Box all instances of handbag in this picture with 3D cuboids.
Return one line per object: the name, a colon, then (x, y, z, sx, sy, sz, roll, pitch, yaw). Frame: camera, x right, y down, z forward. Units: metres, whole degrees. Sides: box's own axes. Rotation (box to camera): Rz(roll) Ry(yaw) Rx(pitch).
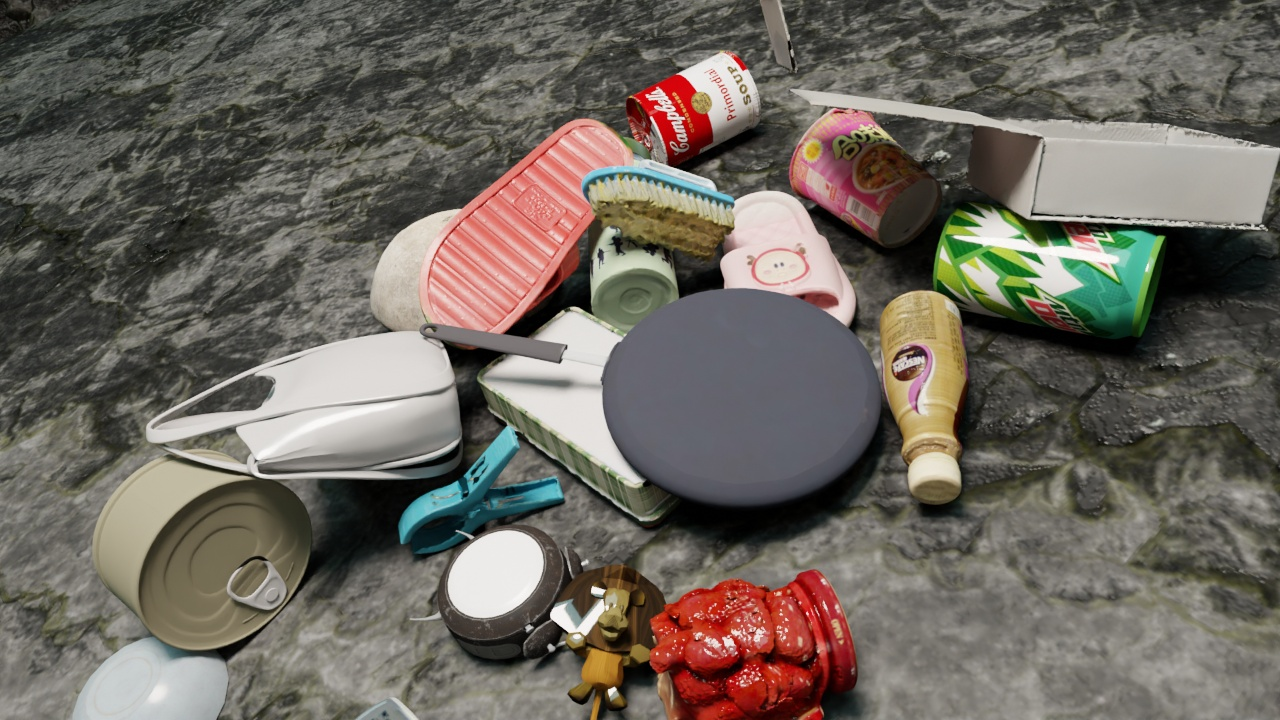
handbag: (-0.256, 0.040, 0.709, 0.222, 0.096, 0.216, -9, 19, -14)

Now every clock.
clock: (-0.087, 0.154, 0.621, 0.123, 0.044, 0.091, 3, 47, 23)

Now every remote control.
remote control: (-0.142, 0.256, 0.547, 0.060, 0.028, 0.114, -35, 44, -17)

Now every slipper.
slipper: (-0.099, -0.109, 0.793, 0.103, 0.059, 0.248, 36, 67, 1)
slipper: (0.119, -0.081, 0.784, 0.107, 0.056, 0.221, -11, 42, 6)

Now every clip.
clip: (-0.127, 0.098, 0.670, 0.119, 0.102, 0.027, -31, 39, 6)

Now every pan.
pan: (-0.004, 0.004, 0.677, 0.357, 0.021, 0.198, 10, 51, 15)

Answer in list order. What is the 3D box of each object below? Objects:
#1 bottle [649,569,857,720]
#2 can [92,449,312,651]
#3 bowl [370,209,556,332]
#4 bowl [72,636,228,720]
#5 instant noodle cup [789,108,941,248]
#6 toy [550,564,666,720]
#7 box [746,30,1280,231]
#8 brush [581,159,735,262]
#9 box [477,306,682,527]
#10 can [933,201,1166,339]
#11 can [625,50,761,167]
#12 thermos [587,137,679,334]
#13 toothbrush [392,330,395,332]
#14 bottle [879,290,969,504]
bottle: (0.061, 0.174, 0.521, 0.111, 0.099, 0.098, -12, 42, -8)
can: (-0.314, 0.134, 0.663, 0.073, 0.128, 0.127, 18, 54, 36)
bowl: (-0.169, -0.096, 0.858, 0.178, 0.081, 0.178, -4, 30, 2)
bowl: (-0.346, 0.234, 0.635, 0.106, 0.039, 0.106, -10, 43, 10)
instant noodle cup: (0.203, -0.157, 0.811, 0.097, 0.098, 0.108, -29, 52, -11)
toy: (-0.021, 0.178, 0.566, 0.076, 0.063, 0.100, 12, 58, 1)
box: (0.255, -0.171, 0.691, 0.368, 0.099, 0.165, 10, 20, 0)
brush: (0.011, -0.137, 0.776, 0.135, 0.056, 0.075, 11, 46, -30)
box: (-0.026, 0.036, 0.720, 0.206, 0.051, 0.117, 28, 56, 38)
can: (0.301, -0.068, 0.682, 0.144, 0.083, 0.082, 16, 52, 32)
can: (0.056, -0.263, 0.971, 0.116, 0.087, 0.086, -28, 43, -10)
thermos: (-0.009, -0.126, 0.864, 0.082, 0.082, 0.231, -13, 42, 6)
toothbrush: (-0.229, -0.003, 0.859, 0.018, 0.012, 0.212, -22, 42, -4)
bottle: (0.200, 0.025, 0.641, 0.060, 0.060, 0.165, -4, 45, 16)
